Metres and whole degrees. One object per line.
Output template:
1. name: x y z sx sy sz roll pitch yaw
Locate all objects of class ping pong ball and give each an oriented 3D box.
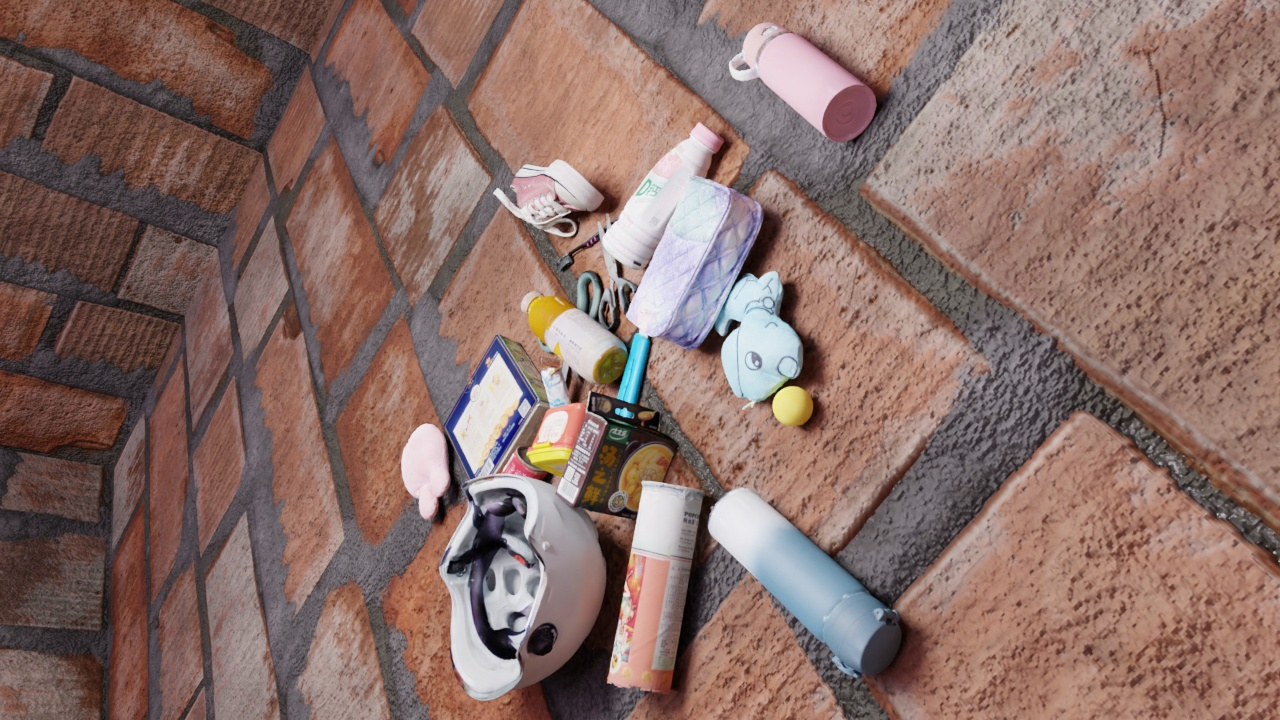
1. ping pong ball: 0.154 0.046 0.926 0.040 0.040 0.040 -23 58 43

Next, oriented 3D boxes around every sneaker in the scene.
1. sneaker: -0.137 -0.235 1.343 0.087 0.118 0.241 -55 31 -8

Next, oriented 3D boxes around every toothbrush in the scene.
1. toothbrush: -0.059 -0.174 1.297 0.190 0.014 0.017 -30 63 39

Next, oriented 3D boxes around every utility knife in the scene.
1. utility knife: -0.007 0.007 1.156 0.034 0.018 0.204 3 76 51

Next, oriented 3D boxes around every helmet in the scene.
1. helmet: -0.128 0.264 1.092 0.229 0.145 0.258 14 97 54

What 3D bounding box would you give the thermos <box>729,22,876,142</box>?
1. thermos: 0.172 -0.312 1.022 0.087 0.067 0.198 -29 47 -4

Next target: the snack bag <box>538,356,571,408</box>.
1. snack bag: -0.111 0.045 1.229 0.048 0.026 0.104 12 123 49

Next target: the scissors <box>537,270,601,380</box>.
1. scissors: -0.092 -0.053 1.282 0.176 0.019 0.174 -50 42 24

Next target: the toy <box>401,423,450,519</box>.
1. toy: -0.338 0.176 1.454 0.121 0.054 0.159 -60 38 26

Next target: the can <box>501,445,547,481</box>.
1. can: -0.179 0.184 1.259 0.133 0.053 0.053 -57 40 17

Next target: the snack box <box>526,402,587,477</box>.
1. snack box: -0.089 0.100 1.169 0.091 0.082 0.080 -13 56 47

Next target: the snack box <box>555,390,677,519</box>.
1. snack box: -0.025 0.112 1.056 0.053 0.113 0.125 27 97 51

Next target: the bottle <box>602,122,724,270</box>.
1. bottle: 0.032 -0.208 1.161 0.197 0.068 0.068 -52 42 17

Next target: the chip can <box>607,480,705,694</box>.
1. chip can: 0.018 0.241 0.986 0.071 0.071 0.214 -2 74 50

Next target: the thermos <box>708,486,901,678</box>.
1. thermos: 0.148 0.201 0.851 0.220 0.070 0.070 40 106 50

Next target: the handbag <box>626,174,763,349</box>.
1. handbag: 0.062 -0.112 1.073 0.194 0.075 0.134 -63 29 9

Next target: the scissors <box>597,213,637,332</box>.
1. scissors: -0.032 -0.123 1.236 0.151 0.014 0.170 17 90 51

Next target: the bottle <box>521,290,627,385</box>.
1. bottle: -0.094 -0.036 1.215 0.189 0.068 0.068 38 105 40

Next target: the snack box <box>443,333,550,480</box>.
1. snack box: -0.207 0.083 1.342 0.178 0.045 0.182 -57 40 17

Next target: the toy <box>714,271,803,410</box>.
1. toy: 0.124 -0.022 0.985 0.162 0.049 0.156 5 79 59
